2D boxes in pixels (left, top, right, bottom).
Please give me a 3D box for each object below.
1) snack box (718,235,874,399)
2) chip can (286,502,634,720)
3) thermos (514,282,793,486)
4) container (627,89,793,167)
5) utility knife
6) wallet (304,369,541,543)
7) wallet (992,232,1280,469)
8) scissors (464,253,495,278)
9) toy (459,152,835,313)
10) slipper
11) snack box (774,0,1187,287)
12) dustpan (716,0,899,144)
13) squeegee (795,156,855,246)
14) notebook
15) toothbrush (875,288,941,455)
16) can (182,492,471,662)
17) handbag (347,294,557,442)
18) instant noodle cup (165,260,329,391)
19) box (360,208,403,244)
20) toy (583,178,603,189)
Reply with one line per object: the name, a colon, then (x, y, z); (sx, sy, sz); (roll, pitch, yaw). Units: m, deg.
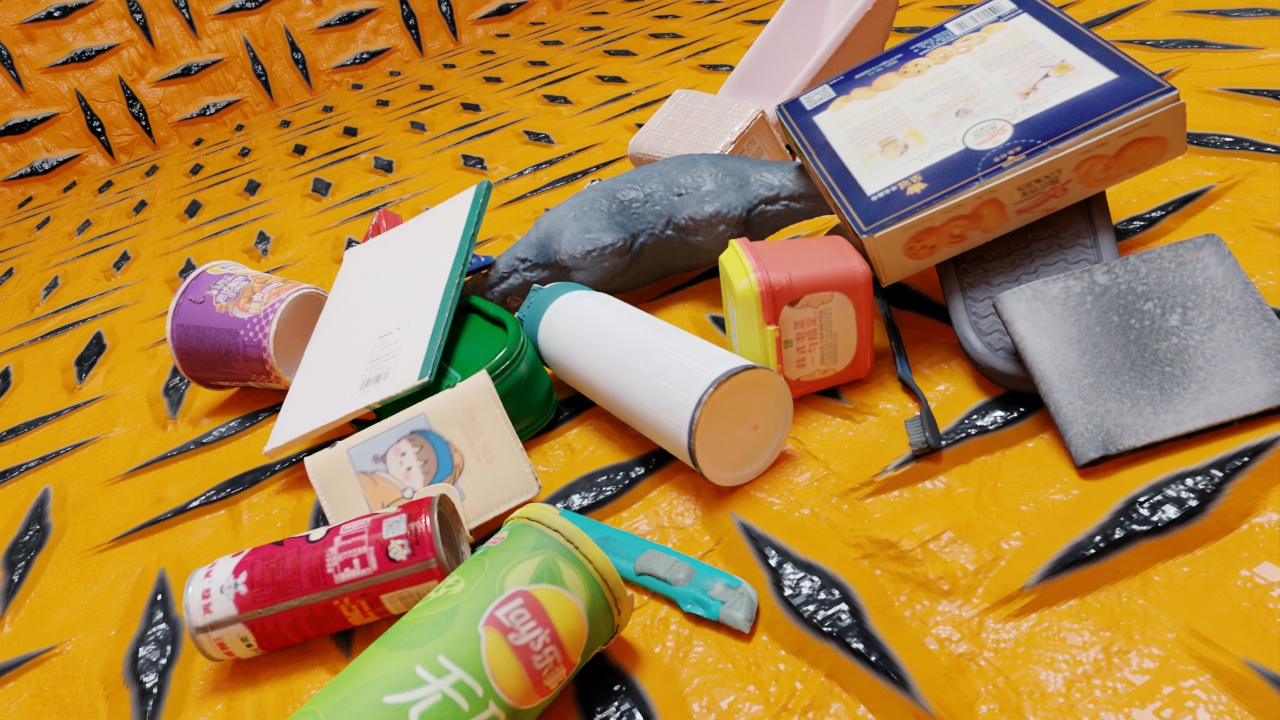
snack box: (0.093, -0.026, 0.541); (0.080, 0.091, 0.082); (-10, 29, -1)
chip can: (-0.097, 0.148, 0.346); (0.073, 0.073, 0.220); (10, 38, 41)
thermos: (-0.003, 0.003, 0.564); (0.073, 0.073, 0.224); (-29, 31, -22)
container: (0.066, -0.181, 0.821); (0.090, 0.090, 0.111); (-49, 39, -11)
utility knife: (-0.006, 0.097, 0.451); (0.161, 0.013, 0.029); (11, 37, 43)
wallet: (-0.120, 0.067, 0.515); (0.115, 0.024, 0.087); (-26, 71, -6)
wallet: (0.248, -0.006, 0.446); (0.121, 0.019, 0.097); (-16, 62, 1)
scissors: (-0.116, -0.078, 0.815); (0.173, 0.128, 0.012); (-1, -36, -49)
toy: (0.007, -0.097, 0.701); (0.356, 0.091, 0.137); (-18, 28, 6)
slipper: (0.233, -0.073, 0.572); (0.111, 0.083, 0.267); (-11, 46, 21)
snack box: (0.195, -0.145, 0.567); (0.178, 0.046, 0.182); (-25, 40, 9)
dustpan: (0.147, -0.316, 0.921); (0.138, 0.274, 0.222); (6, 23, -9)
squeegee: (0.174, -0.117, 0.714); (0.247, 0.039, 0.245); (-6, 33, 46)
notebook: (-0.181, -0.036, 0.647); (0.151, 0.012, 0.208); (-22, 40, 25)
toothbrush: (0.152, 0.000, 0.540); (0.016, 0.014, 0.189); (-34, 21, 21)
can: (-0.157, 0.111, 0.467); (0.133, 0.053, 0.053); (-17, 28, 1)
handbag: (-0.127, 0.019, 0.602); (0.120, 0.068, 0.131); (-36, 34, -22)
instant noodle cup: (-0.307, -0.024, 0.752); (0.099, 0.112, 0.111); (6, 35, 24)
box: (-0.206, -0.060, 0.820); (0.094, 0.091, 0.201); (-60, 27, 12)
toy: (-0.064, -0.102, 0.792); (0.105, 0.066, 0.156); (18, 50, 38)
